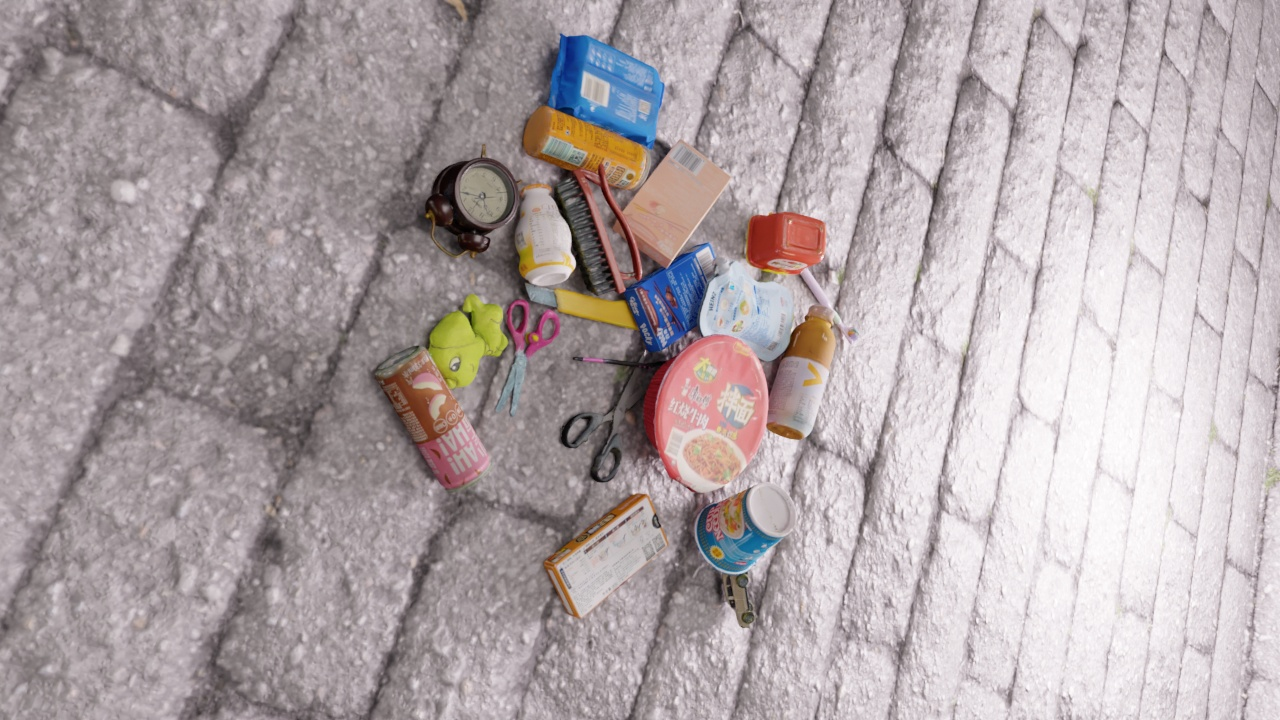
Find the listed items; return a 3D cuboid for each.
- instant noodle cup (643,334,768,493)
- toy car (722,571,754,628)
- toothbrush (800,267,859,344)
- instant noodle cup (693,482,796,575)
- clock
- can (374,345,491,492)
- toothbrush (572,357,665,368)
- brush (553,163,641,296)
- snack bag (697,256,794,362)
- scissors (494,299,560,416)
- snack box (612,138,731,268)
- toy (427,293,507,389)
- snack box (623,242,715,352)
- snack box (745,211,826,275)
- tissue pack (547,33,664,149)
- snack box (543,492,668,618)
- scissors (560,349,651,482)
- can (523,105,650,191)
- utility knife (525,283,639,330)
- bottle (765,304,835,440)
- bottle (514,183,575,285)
[{"bbox_3d":[0.071,0.061,1.133,0.193,0.066,0.194,-7,101,-40],"label":"instant noodle cup"},{"bbox_3d":[0.128,0.304,1.193,0.035,0.042,0.090,-11,95,7],"label":"toy car"},{"bbox_3d":[0.261,-0.097,1.327,0.189,0.021,0.029,49,50,-23],"label":"toothbrush"},{"bbox_3d":[0.136,0.202,1.140,0.099,0.110,0.099,15,54,-22],"label":"instant noodle cup"},{"bbox_3d":[-0.179,-0.163,0.968,0.082,0.055,0.121,43,66,-29],"label":"clock"},{"bbox_3d":[-0.209,0.060,0.932,0.057,0.058,0.147,-38,111,-32],"label":"can"},{"bbox_3d":[-0.007,0.007,1.111,0.188,0.014,0.018,4,92,-41],"label":"toothbrush"},{"bbox_3d":[-0.047,-0.150,1.053,0.069,0.063,0.146,-22,107,-10],"label":"brush"},{"bbox_3d":[0.137,-0.064,1.194,0.190,0.039,0.110,17,91,-50],"label":"snack bag"},{"bbox_3d":[-0.140,-0.004,1.018,0.077,0.017,0.137,35,72,-32],"label":"scissors"},{"bbox_3d":[0.041,-0.196,1.138,0.084,0.026,0.157,37,64,-3],"label":"snack box"},{"bbox_3d":[-0.185,-0.021,0.972,0.100,0.031,0.096,-12,95,-42],"label":"toy"},{"bbox_3d":[0.049,-0.081,1.148,0.156,0.026,0.084,-35,108,-41],"label":"snack box"},{"bbox_3d":[0.198,-0.162,1.235,0.091,0.080,0.082,8,82,-25],"label":"snack box"},{"bbox_3d":[-0.039,-0.316,1.085,0.157,0.052,0.095,13,82,-37],"label":"tissue pack"},{"bbox_3d":[-0.037,0.227,1.078,0.153,0.026,0.075,-33,108,-33],"label":"snack box"},{"bbox_3d":[-0.030,0.067,1.102,0.159,0.014,0.170,0,86,-41],"label":"scissors"},{"bbox_3d":[-0.061,-0.243,1.061,0.145,0.058,0.058,13,80,-37],"label":"can"},{"bbox_3d":[-0.058,-0.064,1.080,0.192,0.015,0.033,12,78,-40],"label":"utility knife"},{"bbox_3d":[0.225,0.013,1.264,0.068,0.068,0.189,32,69,-32],"label":"bottle"},{"bbox_3d":[-0.109,-0.140,1.018,0.063,0.063,0.108,1,73,-38],"label":"bottle"}]
